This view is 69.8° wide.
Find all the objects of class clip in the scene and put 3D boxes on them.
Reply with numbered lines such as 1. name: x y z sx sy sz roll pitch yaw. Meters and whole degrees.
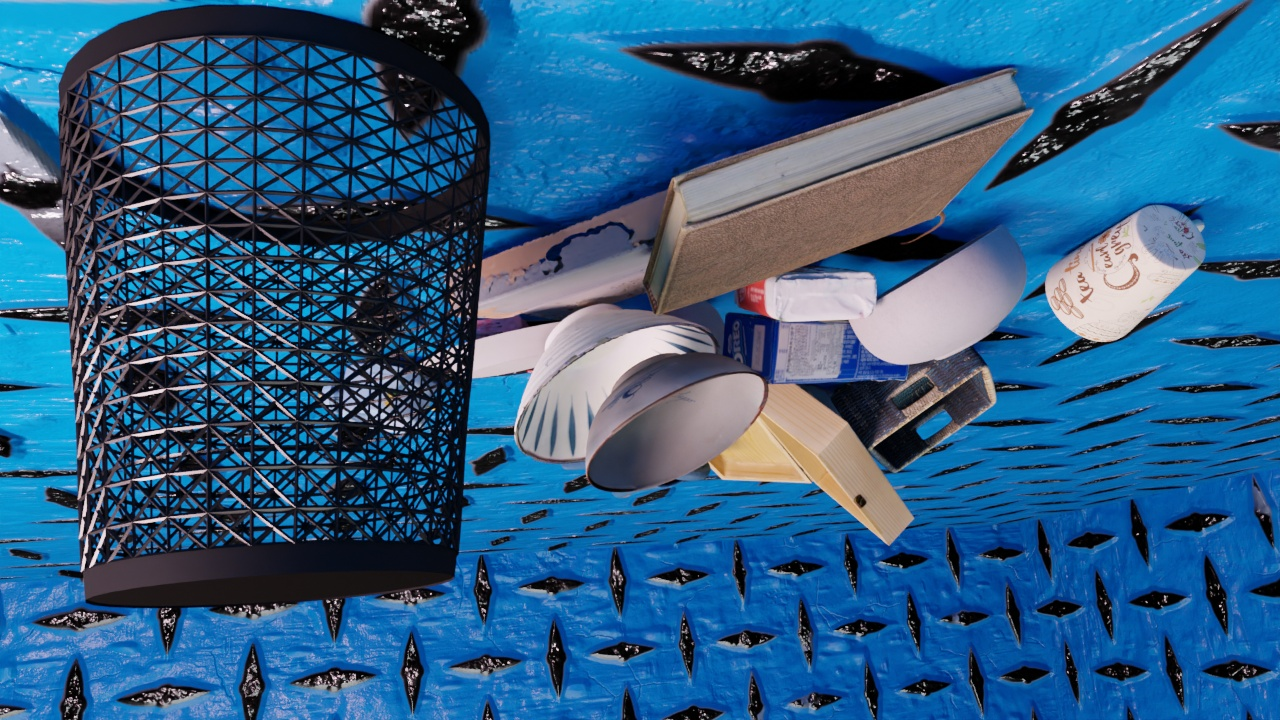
1. clip: -0.126 -0.028 0.801 0.058 0.022 0.035 -2 172 9

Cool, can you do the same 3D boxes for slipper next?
1. slipper: -0.006 0.132 1.107 0.214 0.059 0.103 -1 -178 43

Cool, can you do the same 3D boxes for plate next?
1. plate: -0.104 -0.006 0.803 0.173 0.019 0.173 -13 176 -1

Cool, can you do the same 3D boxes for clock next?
1. clock: -0.259 0.039 0.906 0.125 0.051 0.088 -6 158 36

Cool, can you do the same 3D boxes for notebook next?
1. notebook: 0.108 -0.088 0.565 0.215 0.034 0.190 -20 166 -10

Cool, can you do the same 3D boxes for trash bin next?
1. trash bin: -0.181 -0.007 0.469 0.217 0.243 0.217 -5 163 -2

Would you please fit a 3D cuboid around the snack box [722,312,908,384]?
1. snack box: 0.162 -0.010 0.810 0.059 0.059 0.225 11 -173 42

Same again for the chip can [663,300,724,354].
1. chip can: -0.005 0.005 0.870 0.062 0.062 0.211 5 160 -31

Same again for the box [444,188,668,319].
1. box: -0.019 -0.072 0.671 0.217 0.043 0.148 -16 177 29

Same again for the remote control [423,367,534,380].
1. remote control: -0.167 0.009 0.920 0.125 0.010 0.039 -6 163 1

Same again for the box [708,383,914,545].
1. box: 0.151 0.092 1.011 0.261 0.096 0.247 11 156 36

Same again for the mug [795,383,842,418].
1. mug: 0.220 0.077 1.113 0.104 0.085 0.111 27 178 -42

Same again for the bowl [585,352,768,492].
1. bowl: 0.018 0.036 0.696 0.150 0.056 0.151 -22 151 -14

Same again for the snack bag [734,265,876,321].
1. snack bag: 0.122 -0.052 0.699 0.077 0.036 0.116 -3 -172 -9

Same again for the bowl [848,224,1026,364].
1. bowl: 0.232 -0.041 0.700 0.132 0.064 0.132 -31 177 -2

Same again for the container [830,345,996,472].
1. container: 0.295 0.041 0.982 0.145 0.071 0.187 -38 154 11

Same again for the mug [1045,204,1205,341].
1. mug: 0.404 -0.079 0.735 0.121 0.081 0.097 -22 162 -21

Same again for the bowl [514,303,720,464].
1. bowl: -0.030 0.004 0.737 0.177 0.071 0.178 -22 150 -13
